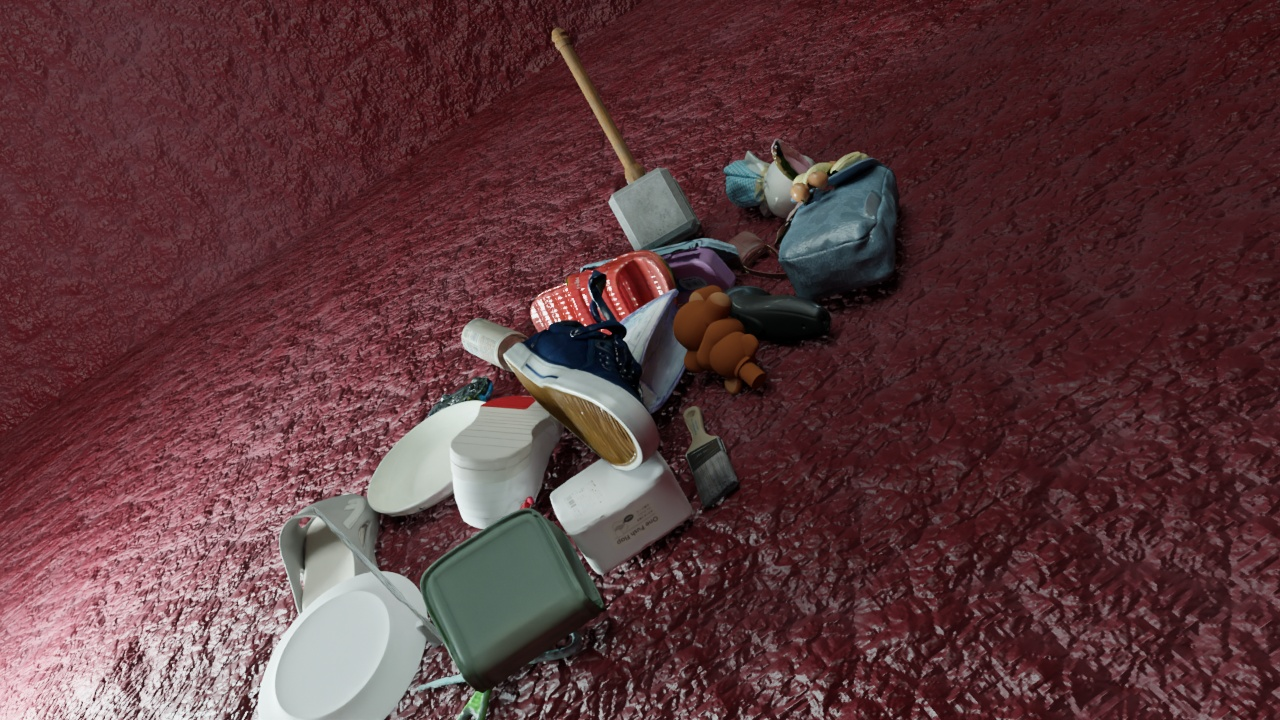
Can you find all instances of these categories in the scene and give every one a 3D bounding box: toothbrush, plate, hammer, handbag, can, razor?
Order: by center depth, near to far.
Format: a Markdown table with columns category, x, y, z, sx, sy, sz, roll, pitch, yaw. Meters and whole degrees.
| category | x | y | z | sx | sy | sz | roll | pitch | yaw |
| --- | --- | --- | --- | --- | --- | --- | --- | --- | --- |
| handbag | -0.106 | 0.196 | 0.760 | 0.122 | 0.067 | 0.106 | -33 | 64 | -1 |
| toothbrush | -0.236 | 0.196 | 0.821 | 0.010 | 0.181 | 0.010 | -31 | 22 | 11 |
| plate | -0.289 | 0.281 | 0.874 | 0.189 | 0.016 | 0.188 | -17 | 43 | 16 |
| razor | 0.142 | -0.050 | 0.952 | 0.063 | 0.053 | 0.141 | -41 | 30 | -28 |
| handbag | 0.206 | -0.151 | 0.971 | 0.122 | 0.118 | 0.191 | -16 | 27 | 31 |
| handbag | -0.006 | 0.006 | 1.009 | 0.127 | 0.069 | 0.158 | -28 | 25 | 39 |
| handbag | 0.142 | -0.119 | 1.089 | 0.055 | 0.029 | 0.119 | -41 | 33 | -6 |
| plate | -0.243 | 0.122 | 1.102 | 0.182 | 0.034 | 0.182 | -26 | 29 | 15 |
| hammer | -0.034 | -0.293 | 1.197 | 0.083 | 0.317 | 0.162 | -29 | 1 | 9 |
| can | -0.200 | -0.023 | 1.265 | 0.054 | 0.054 | 0.136 | -43 | 29 | -17 |

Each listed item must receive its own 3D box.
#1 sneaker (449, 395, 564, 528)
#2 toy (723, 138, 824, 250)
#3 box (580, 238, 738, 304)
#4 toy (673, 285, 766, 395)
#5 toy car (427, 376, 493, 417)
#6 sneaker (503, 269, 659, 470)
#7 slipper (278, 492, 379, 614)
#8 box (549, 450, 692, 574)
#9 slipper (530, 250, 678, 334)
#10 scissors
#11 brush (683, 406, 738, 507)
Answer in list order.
| category | x | y | z | sx | sy | sz | roll | pitch | yaw |
| --- | --- | --- | --- | --- | --- | --- | --- | --- | --- |
| sneaker | -0.132 | 0.108 | 0.958 | 0.090 | 0.104 | 0.236 | 4 | 14 | 6 |
| toy | 0.175 | -0.215 | 1.161 | 0.105 | 0.131 | 0.205 | -6 | 15 | -15 |
| box | 0.017 | -0.107 | 1.133 | 0.215 | 0.078 | 0.065 | -7 | 67 | 41 |
| toy | 0.085 | -0.019 | 0.930 | 0.065 | 0.095 | 0.127 | -11 | 42 | -39 |
| toy car | -0.233 | 0.057 | 1.198 | 0.105 | 0.032 | 0.048 | -27 | 29 | 24 |
| sneaker | -0.035 | 0.005 | 0.861 | 0.127 | 0.121 | 0.295 | -38 | 23 | -10 |
| slipper | -0.359 | 0.211 | 1.036 | 0.113 | 0.080 | 0.266 | -38 | 28 | -1 |
| box | -0.012 | 0.142 | 0.830 | 0.107 | 0.091 | 0.102 | -31 | 21 | -8 |
| slipper | -0.056 | -0.062 | 1.125 | 0.249 | 0.103 | 0.058 | -16 | 18 | 43 |
| scissors | -0.123 | 0.263 | 0.780 | 0.173 | 0.021 | 0.171 | -25 | 32 | 25 |
| brush | 0.060 | 0.085 | 0.864 | 0.039 | 0.012 | 0.151 | -30 | 27 | 7 |
